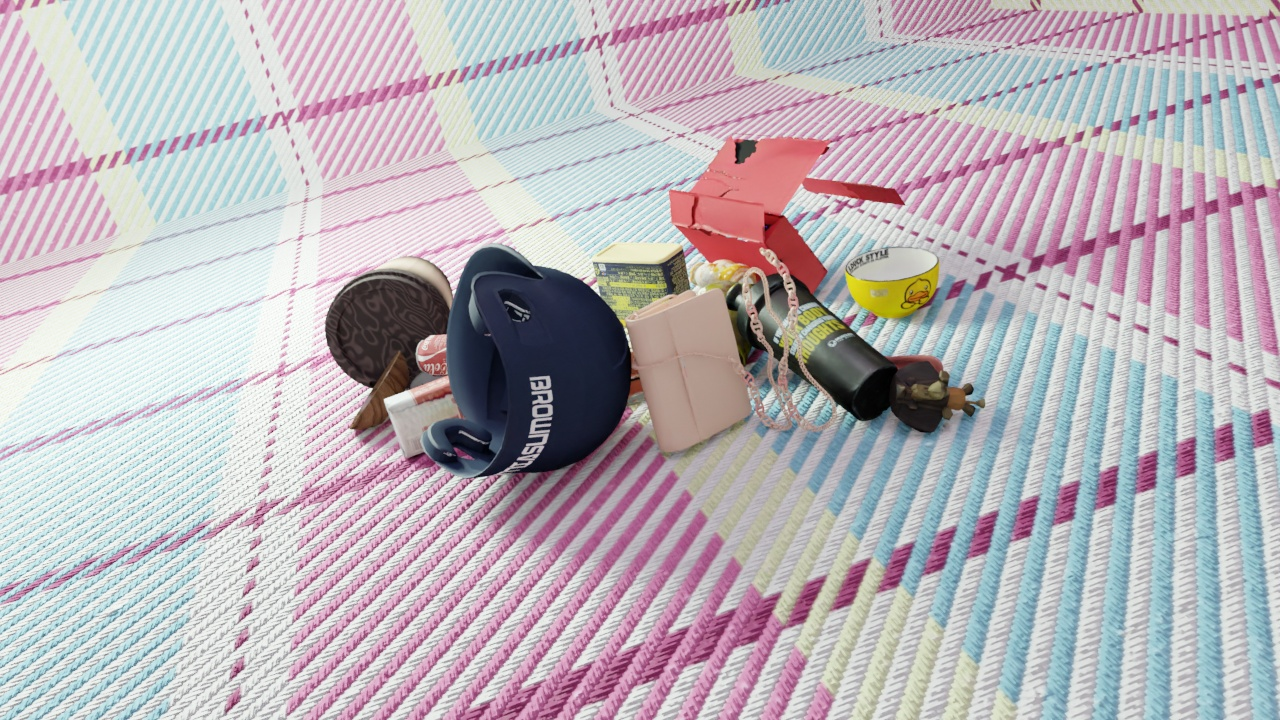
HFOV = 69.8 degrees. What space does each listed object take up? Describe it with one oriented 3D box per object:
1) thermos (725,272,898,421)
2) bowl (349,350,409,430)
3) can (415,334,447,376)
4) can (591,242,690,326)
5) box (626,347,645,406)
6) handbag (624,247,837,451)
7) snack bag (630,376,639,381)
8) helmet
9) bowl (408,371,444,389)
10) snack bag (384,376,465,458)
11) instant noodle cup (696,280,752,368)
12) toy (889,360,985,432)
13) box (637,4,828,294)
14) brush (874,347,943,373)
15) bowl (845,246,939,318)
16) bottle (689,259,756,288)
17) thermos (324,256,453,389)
[{"bbox_3d":[0.194,-0.021,1.032,0.098,0.098,0.221,-23,41,-21],"label":"thermos"},{"bbox_3d":[-0.333,0.046,1.197,0.119,0.032,0.119,-51,16,21],"label":"bowl"},{"bbox_3d":[-0.234,-0.007,1.172,0.097,0.054,0.053,-3,27,19],"label":"can"},{"bbox_3d":[0.004,-0.110,1.327,0.135,0.104,0.075,6,31,34],"label":"can"},{"bbox_3d":[-0.029,0.022,1.126,0.187,0.054,0.078,-16,59,-5],"label":"box"},{"bbox_3d":[0.079,0.000,0.947,0.116,0.199,0.187,-26,18,-35],"label":"handbag"},{"bbox_3d":[-0.007,0.007,1.189,0.155,0.018,0.074,-12,27,1],"label":"snack bag"},{"bbox_3d":[-0.128,-0.004,1.012,0.222,0.233,0.272,-11,46,-45],"label":"helmet"},{"bbox_3d":[-0.240,0.039,1.197,0.114,0.045,0.114,-10,25,5],"label":"bowl"},{"bbox_3d":[-0.196,0.044,1.129,0.224,0.077,0.041,-22,26,-19],"label":"snack bag"},{"bbox_3d":[0.101,-0.030,1.142,0.102,0.102,0.108,-5,34,16],"label":"instant noodle cup"},{"bbox_3d":[0.306,0.039,0.939,0.100,0.063,0.076,5,69,-6],"label":"toy"},{"bbox_3d":[0.115,-0.270,1.266,0.107,0.410,0.212,-34,31,-22],"label":"box"},{"bbox_3d":[0.269,-0.001,1.060,0.173,0.041,0.030,10,15,38],"label":"brush"},{"bbox_3d":[0.328,-0.096,1.191,0.117,0.068,0.117,-10,25,5],"label":"bowl"},{"bbox_3d":[0.118,-0.116,1.337,0.063,0.063,0.109,-27,28,-28],"label":"bottle"},{"bbox_3d":[-0.352,-0.068,1.347,0.173,0.173,0.226,-13,19,-1],"label":"thermos"}]
